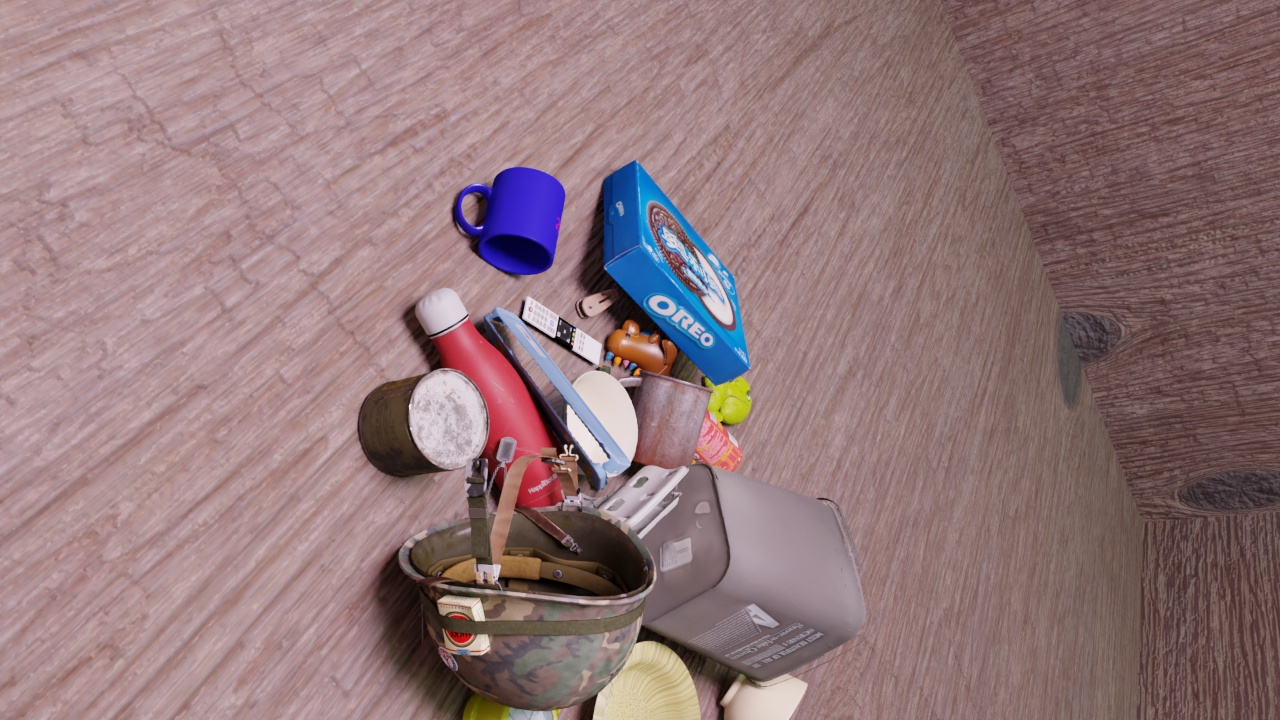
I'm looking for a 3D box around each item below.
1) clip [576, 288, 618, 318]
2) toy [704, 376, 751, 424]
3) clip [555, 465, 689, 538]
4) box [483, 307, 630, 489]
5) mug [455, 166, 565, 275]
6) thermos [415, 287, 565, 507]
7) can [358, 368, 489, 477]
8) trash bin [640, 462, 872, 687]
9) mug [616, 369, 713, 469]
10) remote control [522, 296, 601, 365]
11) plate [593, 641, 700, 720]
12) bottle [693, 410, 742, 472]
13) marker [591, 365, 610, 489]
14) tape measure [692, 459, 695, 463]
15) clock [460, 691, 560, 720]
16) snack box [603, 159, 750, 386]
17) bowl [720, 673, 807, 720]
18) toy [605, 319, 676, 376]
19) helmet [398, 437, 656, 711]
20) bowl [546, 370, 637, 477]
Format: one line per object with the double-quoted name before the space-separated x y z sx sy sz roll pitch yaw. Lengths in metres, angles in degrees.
"clip" -0.048 -0.069 1.086 0.061 0.049 0.026 -57 128 -77
"toy" 0.118 0.053 1.258 0.093 0.036 0.094 47 52 -29
"clip" -0.025 0.168 0.949 0.125 0.151 0.089 -32 93 -52
"box" -0.094 0.039 0.906 0.210 0.052 0.067 50 4 17
"mug" -0.139 -0.151 0.967 0.111 0.079 0.083 16 63 -18
"thermos" -0.145 0.039 0.893 0.073 0.073 0.240 -46 114 -48
"can" -0.194 0.057 0.824 0.089 0.075 0.089 17 67 -48
"trash bin" 0.109 0.237 1.049 0.220 0.198 0.197 29 37 -37
"mug" 0.014 0.068 1.062 0.123 0.096 0.110 16 83 -17
"remote control" -0.089 -0.032 1.037 0.124 0.012 0.028 34 54 -42
"plate" -0.003 0.400 0.990 0.184 0.036 0.184 21 63 -47
"bottle" 0.070 0.091 1.162 0.137 0.062 0.061 47 46 -31
"marker" -0.045 0.076 1.056 0.017 0.017 0.146 24 61 -46
"tape measure" 0.048 0.147 1.141 0.068 0.030 0.058 30 56 -46
"clock" -0.117 0.329 0.853 0.083 0.057 0.118 51 36 -26
"snack box" 0.045 -0.109 1.146 0.239 0.056 0.195 44 27 -33
"bowl" 0.141 0.425 1.129 0.074 0.118 0.117 34 37 15
"toy" -0.007 0.006 1.115 0.090 0.071 0.103 19 87 -34
"helmet" -0.100 0.178 0.794 0.192 0.224 0.236 -34 141 -69
"bowl" -0.063 0.073 0.995 0.115 0.063 0.115 20 63 -47
